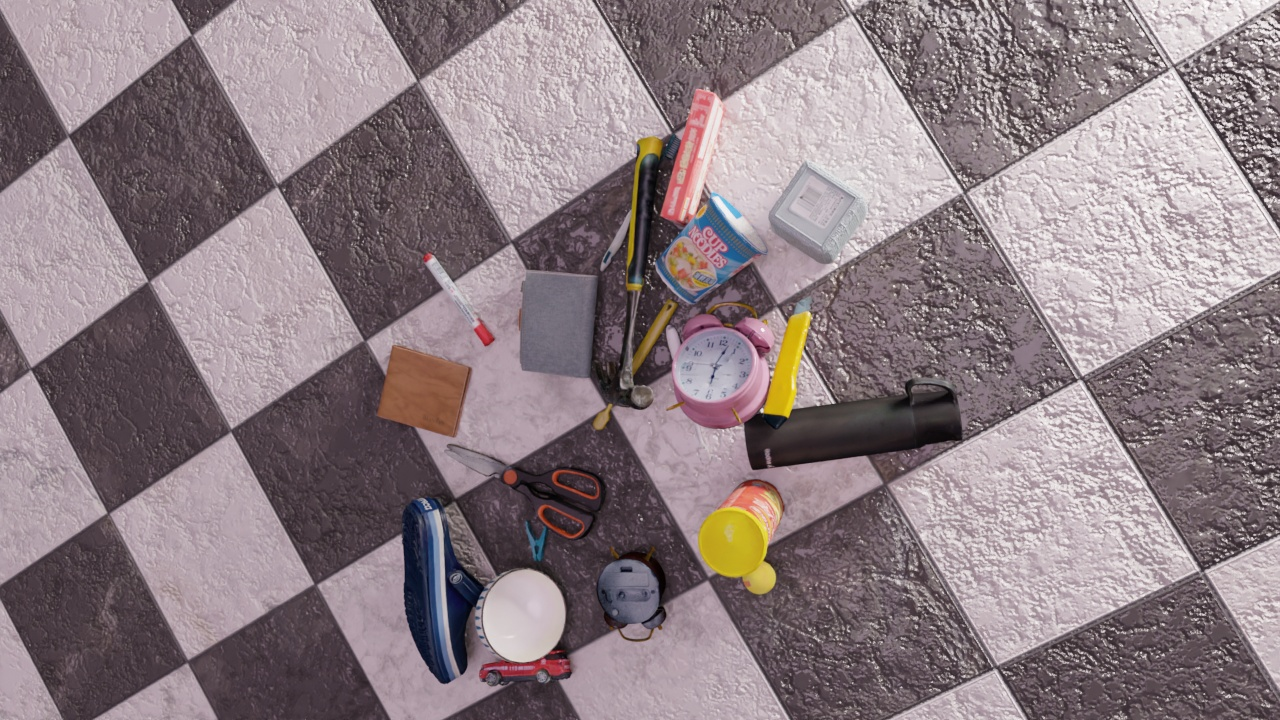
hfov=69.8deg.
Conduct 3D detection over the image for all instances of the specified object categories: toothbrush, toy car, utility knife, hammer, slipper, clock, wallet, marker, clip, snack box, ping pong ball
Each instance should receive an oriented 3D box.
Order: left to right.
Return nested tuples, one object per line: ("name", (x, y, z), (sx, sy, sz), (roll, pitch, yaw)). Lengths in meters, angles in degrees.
("wallet", (-0.289, 0.041, 1.225), (0.115, 0.020, 0.101), (15, 98, 9))
("slipper", (-0.256, 0.292, 1.198), (0.095, 0.105, 0.253), (-12, 108, -27))
("marker", (-0.240, -0.081, 1.206), (0.017, 0.017, 0.145), (-38, 84, 12))
("toy car", (-0.150, 0.401, 1.196), (0.120, 0.053, 0.045), (-8, 70, 7))
("clip", (-0.135, 0.236, 1.202), (0.034, 0.013, 0.055), (-5, 93, 15))
("wallet", (-0.107, -0.047, 1.165), (0.107, 0.037, 0.130), (7, 97, 21))
("clock", (-0.009, 0.296, 1.154), (0.082, 0.055, 0.122), (-3, 93, 13))
("hammer", (-0.008, -0.105, 1.107), (0.031, 0.126, 0.323), (6, 90, -26))
("toothbrush", (-0.007, 0.007, 1.157), (0.016, 0.016, 0.190), (33, 99, 11))
("toothbrush", (0.000, -0.194, 1.143), (0.018, 0.016, 0.192), (29, 99, -1))
("toothbrush", (0.059, 0.043, 1.142), (0.016, 0.016, 0.180), (-15, 89, 10))
("snack box", (0.064, -0.238, 1.094), (0.025, 0.075, 0.153), (17, 97, 13))
("clock", (0.097, 0.000, 1.093), (0.117, 0.060, 0.158), (7, 64, 23))
("ping pong ball", (0.145, 0.265, 1.122), (0.040, 0.040, 0.040), (1, 93, 13))
("utility knife", (0.178, 0.001, 1.082), (0.033, 0.015, 0.176), (7, 68, 29))

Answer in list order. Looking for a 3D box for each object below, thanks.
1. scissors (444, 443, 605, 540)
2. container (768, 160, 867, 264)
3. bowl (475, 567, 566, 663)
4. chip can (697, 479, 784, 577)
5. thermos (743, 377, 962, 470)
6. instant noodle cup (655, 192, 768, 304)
("scissors", (-0.150, 0.144, 1.200), (0.235, 0.021, 0.139), (43, 94, 12))
("container", (0.202, -0.169, 1.047), (0.090, 0.111, 0.090), (35, 100, 9))
("bowl", (-0.160, 0.326, 1.175), (0.066, 0.116, 0.116), (-24, 87, 57))
("chip can", (0.117, 0.183, 1.034), (0.073, 0.216, 0.073), (0, 92, 13))
("thermos", (0.243, 0.070, 1.070), (0.243, 0.068, 0.090), (-10, 119, 13))
("instant noodle cup", (0.080, -0.127, 1.093), (0.110, 0.099, 0.099), (-43, 83, 20))
